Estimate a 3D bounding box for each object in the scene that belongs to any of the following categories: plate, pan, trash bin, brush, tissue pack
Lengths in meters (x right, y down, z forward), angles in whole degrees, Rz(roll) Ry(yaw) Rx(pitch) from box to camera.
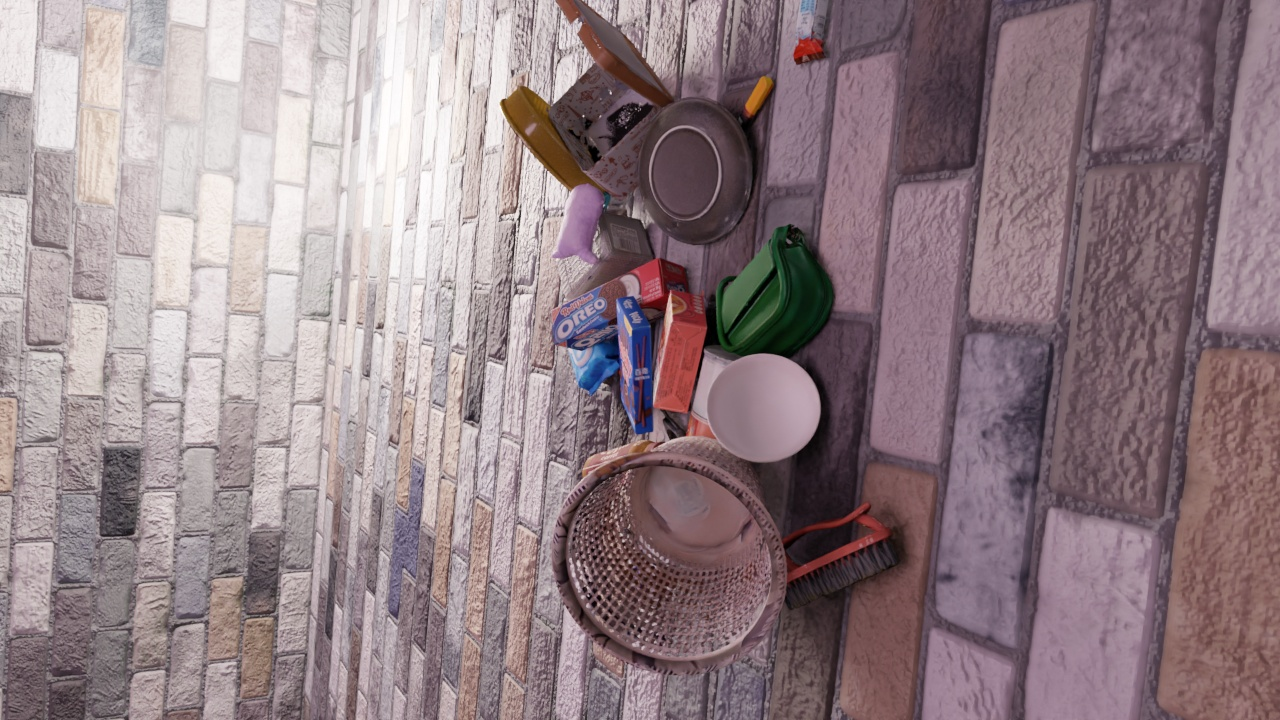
[{"bbox_3d":[0.059,-0.229,1.119,0.180,0.024,0.179,13,110,38],"label":"plate"},{"bbox_3d":[-0.136,-0.330,1.398,0.078,0.197,0.356,-40,19,13],"label":"pan"},{"bbox_3d":[0.044,0.175,0.948,0.191,0.227,0.228,-43,-33,-71],"label":"trash bin"},{"bbox_3d":[0.187,0.188,0.893,0.146,0.063,0.069,-43,65,47],"label":"brush"},{"bbox_3d":[-0.072,-0.036,1.346,0.095,0.052,0.157,-49,47,45],"label":"tissue pack"}]

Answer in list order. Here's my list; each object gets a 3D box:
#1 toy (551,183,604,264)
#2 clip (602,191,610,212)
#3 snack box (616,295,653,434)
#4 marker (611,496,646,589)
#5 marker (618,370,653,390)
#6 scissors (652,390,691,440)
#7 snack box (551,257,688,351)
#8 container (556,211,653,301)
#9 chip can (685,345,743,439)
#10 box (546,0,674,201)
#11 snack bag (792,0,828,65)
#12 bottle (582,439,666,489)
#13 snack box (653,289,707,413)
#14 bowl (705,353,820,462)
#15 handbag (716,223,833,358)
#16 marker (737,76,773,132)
[{"bbox_3d":[-0.079,-0.184,1.230,0.084,0.039,0.108,16,93,36],"label":"toy"},{"bbox_3d":[-0.060,-0.231,1.381,0.057,0.015,0.049,-61,37,37],"label":"clip"},{"bbox_3d":[-0.007,0.007,1.161,0.084,0.026,0.157,-116,20,-57],"label":"snack box"},{"bbox_3d":[-0.018,0.246,1.267,0.017,0.016,0.145,-54,44,42],"label":"marker"},{"bbox_3d":[0.011,0.032,1.240,0.145,0.017,0.017,25,108,57],"label":"marker"},{"bbox_3d":[0.023,0.056,1.195,0.170,0.014,0.160,67,154,13],"label":"scissors"},{"bbox_3d":[-0.031,-0.071,1.230,0.208,0.058,0.057,-22,68,38],"label":"snack box"},{"bbox_3d":[-0.048,-0.142,1.285,0.115,0.090,0.090,-46,50,43],"label":"container"},{"bbox_3d":[0.086,0.094,1.061,0.071,0.071,0.215,33,116,55],"label":"chip can"},{"bbox_3d":[-0.059,-0.348,1.198,0.157,0.192,0.183,-43,47,16],"label":"box"},{"bbox_3d":[0.185,-0.373,0.982,0.048,0.026,0.104,11,96,52],"label":"snack bag"},{"bbox_3d":[-0.014,0.142,1.231,0.175,0.057,0.057,-24,67,56],"label":"bottle"},{"bbox_3d":[0.046,-0.017,1.098,0.127,0.044,0.113,-86,7,-66],"label":"snack box"},{"bbox_3d":[0.131,0.059,0.981,0.065,0.118,0.118,67,-169,-68],"label":"bowl"},{"bbox_3d":[0.142,-0.070,0.997,0.132,0.068,0.120,-47,42,48],"label":"handbag"},{"bbox_3d":[0.123,-0.282,1.088,0.124,0.015,0.018,-58,40,42],"label":"marker"}]
